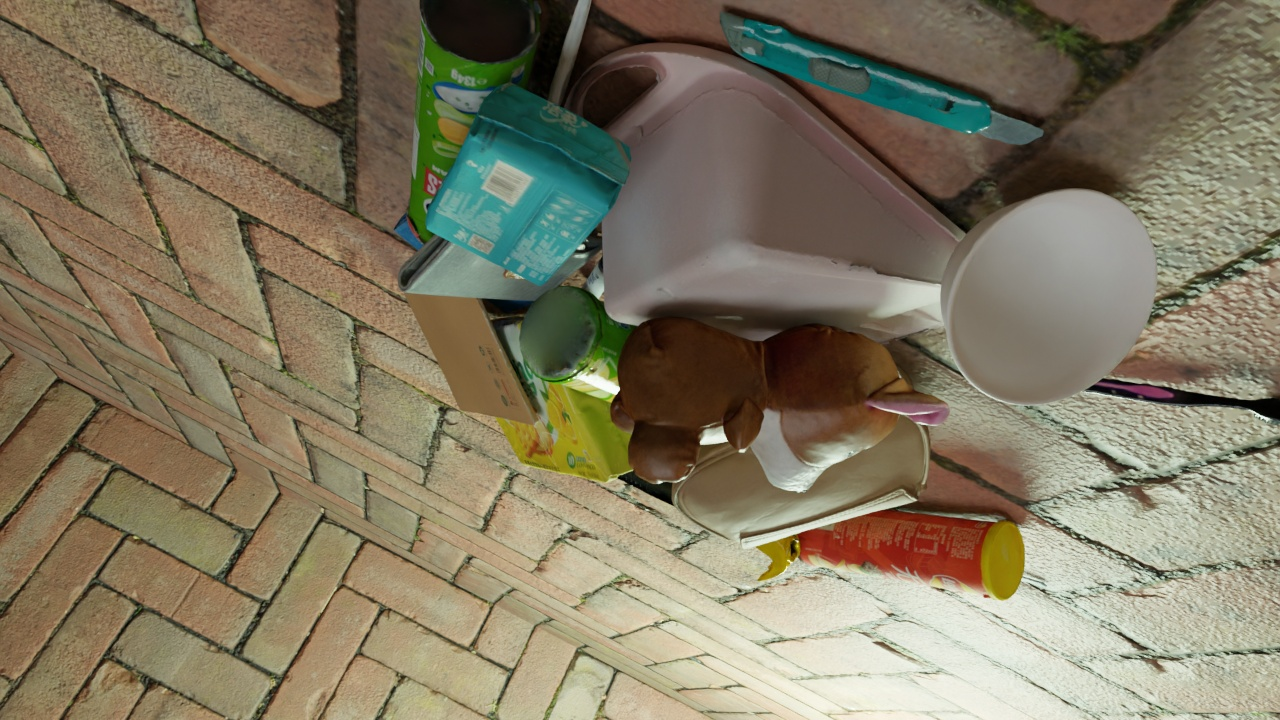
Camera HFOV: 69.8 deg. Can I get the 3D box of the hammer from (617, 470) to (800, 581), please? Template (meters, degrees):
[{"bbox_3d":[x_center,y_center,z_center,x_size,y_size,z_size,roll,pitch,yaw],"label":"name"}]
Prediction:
[{"bbox_3d":[0.050,0.153,1.018,0.301,0.032,0.129,20,140,41],"label":"hammer"}]

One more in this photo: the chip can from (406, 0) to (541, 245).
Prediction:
[{"bbox_3d":[-0.119,-0.155,0.620,0.072,0.072,0.237,28,154,-3],"label":"chip can"}]

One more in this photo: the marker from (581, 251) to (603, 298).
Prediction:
[{"bbox_3d":[-0.031,-0.071,0.735,0.018,0.022,0.131,-9,172,-14],"label":"marker"}]

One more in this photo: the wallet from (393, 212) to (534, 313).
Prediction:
[{"bbox_3d":[-0.146,-0.092,0.807,0.133,0.040,0.107,37,157,-23],"label":"wallet"}]

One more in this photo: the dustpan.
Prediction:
[{"bbox_3d":[0.083,-0.098,0.608,0.273,0.138,0.223,8,165,-31],"label":"dustpan"}]

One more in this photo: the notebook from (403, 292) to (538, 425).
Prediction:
[{"bbox_3d":[-0.172,-0.009,0.900,0.208,0.008,0.148,2,118,61],"label":"notebook"}]

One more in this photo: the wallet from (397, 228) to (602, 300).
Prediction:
[{"bbox_3d":[-0.101,-0.076,0.695,0.129,0.037,0.107,1,155,-45],"label":"wallet"}]

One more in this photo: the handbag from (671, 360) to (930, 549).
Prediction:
[{"bbox_3d":[0.128,0.073,0.739,0.205,0.099,0.148,-19,131,17],"label":"handbag"}]

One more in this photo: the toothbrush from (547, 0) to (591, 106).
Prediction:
[{"bbox_3d":[-0.037,-0.199,0.523,0.016,0.016,0.180,35,154,0],"label":"toothbrush"}]

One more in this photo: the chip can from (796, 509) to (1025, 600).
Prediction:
[{"bbox_3d":[0.254,0.181,0.897,0.217,0.073,0.073,-1,143,45],"label":"chip can"}]

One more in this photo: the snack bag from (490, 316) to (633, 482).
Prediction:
[{"bbox_3d":[-0.083,0.026,0.867,0.247,0.068,0.158,-2,114,59],"label":"snack bag"}]

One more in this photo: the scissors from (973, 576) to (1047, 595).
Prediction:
[{"bbox_3d":[0.344,0.212,0.938,0.133,0.017,0.134,14,148,18],"label":"scissors"}]

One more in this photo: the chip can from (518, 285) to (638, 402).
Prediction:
[{"bbox_3d":[-0.004,0.004,0.723,0.073,0.072,0.221,8,171,35],"label":"chip can"}]

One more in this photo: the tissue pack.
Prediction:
[{"bbox_3d":[-0.073,-0.103,0.566,0.093,0.050,0.134,26,149,-17],"label":"tissue pack"}]

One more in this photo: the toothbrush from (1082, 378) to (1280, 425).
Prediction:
[{"bbox_3d":[0.324,0.022,0.596,0.189,0.014,0.018,10,162,33],"label":"toothbrush"}]

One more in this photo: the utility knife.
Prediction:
[{"bbox_3d":[0.121,-0.144,0.476,0.176,0.013,0.029,22,155,10],"label":"utility knife"}]

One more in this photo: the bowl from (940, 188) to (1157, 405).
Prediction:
[{"bbox_3d":[0.211,-0.041,0.508,0.118,0.118,0.064,37,-170,-21],"label":"bowl"}]

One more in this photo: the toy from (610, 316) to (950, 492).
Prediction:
[{"bbox_3d":[0.084,0.030,0.601,0.199,0.130,0.140,-7,-160,-7],"label":"toy"}]
